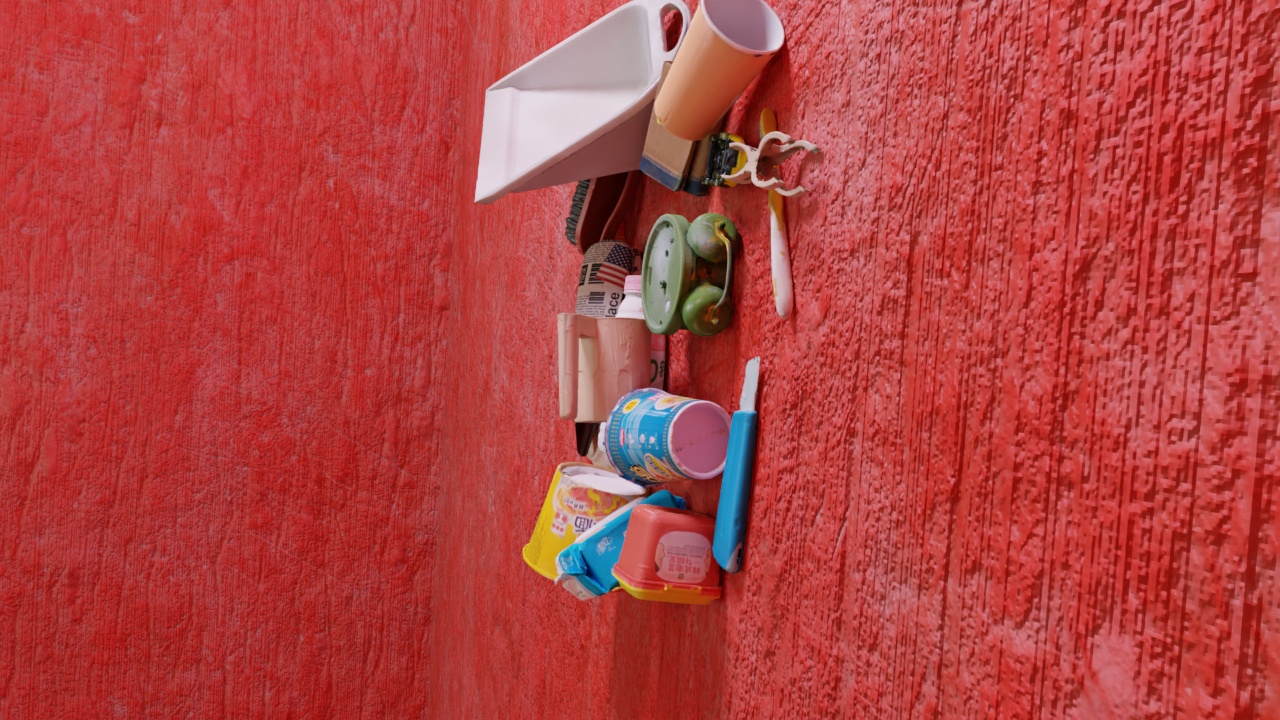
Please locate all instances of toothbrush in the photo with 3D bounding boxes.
[{"bbox_3d":[0.111,-0.123,0.763,0.018,0.016,0.191,116,153,-72],"label":"toothbrush"}]

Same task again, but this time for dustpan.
[{"bbox_3d":[-0.067,-0.312,1.030,0.143,0.258,0.222,83,-177,-51],"label":"dustpan"}]

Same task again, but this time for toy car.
[{"bbox_3d":[0.079,-0.183,0.841,0.105,0.032,0.048,-116,34,-76],"label":"toy car"}]

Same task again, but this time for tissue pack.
[{"bbox_3d":[-0.020,0.187,0.932,0.063,0.139,0.090,58,155,7],"label":"tissue pack"}]

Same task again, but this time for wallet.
[{"bbox_3d":[-0.065,0.045,1.146,0.096,0.020,0.123,-99,21,-45],"label":"wallet"},{"bbox_3d":[0.044,-0.231,0.917,0.090,0.033,0.115,36,124,37],"label":"wallet"}]

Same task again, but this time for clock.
[{"bbox_3d":[0.050,-0.081,0.874,0.161,0.056,0.116,-170,83,-71],"label":"clock"}]

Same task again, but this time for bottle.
[{"bbox_3d":[-0.006,0.006,1.012,0.068,0.068,0.197,-177,92,-71],"label":"bottle"}]

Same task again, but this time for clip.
[{"bbox_3d":[0.099,-0.146,0.740,0.105,0.034,0.082,-7,76,59],"label":"clip"}]

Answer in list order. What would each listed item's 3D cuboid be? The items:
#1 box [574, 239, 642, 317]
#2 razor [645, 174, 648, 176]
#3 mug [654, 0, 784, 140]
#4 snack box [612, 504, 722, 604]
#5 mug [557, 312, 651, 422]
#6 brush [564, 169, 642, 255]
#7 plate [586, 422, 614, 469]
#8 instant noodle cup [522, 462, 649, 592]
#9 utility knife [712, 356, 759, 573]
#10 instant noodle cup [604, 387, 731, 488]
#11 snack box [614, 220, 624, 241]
[{"bbox_3d":[-0.041,-0.065,1.080,0.076,0.087,0.162,146,135,-64],"label":"box"},{"bbox_3d":[0.042,-0.245,0.963,0.028,0.043,0.133,51,144,13],"label":"razor"},{"bbox_3d":[0.063,-0.256,0.810,0.123,0.078,0.078,129,141,-53],"label":"mug"},{"bbox_3d":[0.029,0.178,0.851,0.082,0.091,0.080,-173,94,-70],"label":"snack box"},{"bbox_3d":[-0.040,0.010,0.926,0.084,0.124,0.103,-4,84,32],"label":"mug"},{"bbox_3d":[-0.044,-0.198,1.134,0.069,0.063,0.146,25,101,32],"label":"brush"},{"bbox_3d":[-0.045,0.072,1.167,0.165,0.034,0.163,119,148,-51],"label":"plate"},{"bbox_3d":[-0.054,0.183,1.040,0.138,0.138,0.110,-146,70,-69],"label":"instant noodle cup"},{"bbox_3d":[0.086,0.089,0.799,0.034,0.018,0.191,22,108,58],"label":"utility knife"},{"bbox_3d":[0.033,0.074,0.860,0.110,0.099,0.099,-6,81,62],"label":"instant noodle cup"},{"bbox_3d":[-0.045,-0.172,1.215,0.075,0.025,0.152,129,140,-61],"label":"snack box"}]
